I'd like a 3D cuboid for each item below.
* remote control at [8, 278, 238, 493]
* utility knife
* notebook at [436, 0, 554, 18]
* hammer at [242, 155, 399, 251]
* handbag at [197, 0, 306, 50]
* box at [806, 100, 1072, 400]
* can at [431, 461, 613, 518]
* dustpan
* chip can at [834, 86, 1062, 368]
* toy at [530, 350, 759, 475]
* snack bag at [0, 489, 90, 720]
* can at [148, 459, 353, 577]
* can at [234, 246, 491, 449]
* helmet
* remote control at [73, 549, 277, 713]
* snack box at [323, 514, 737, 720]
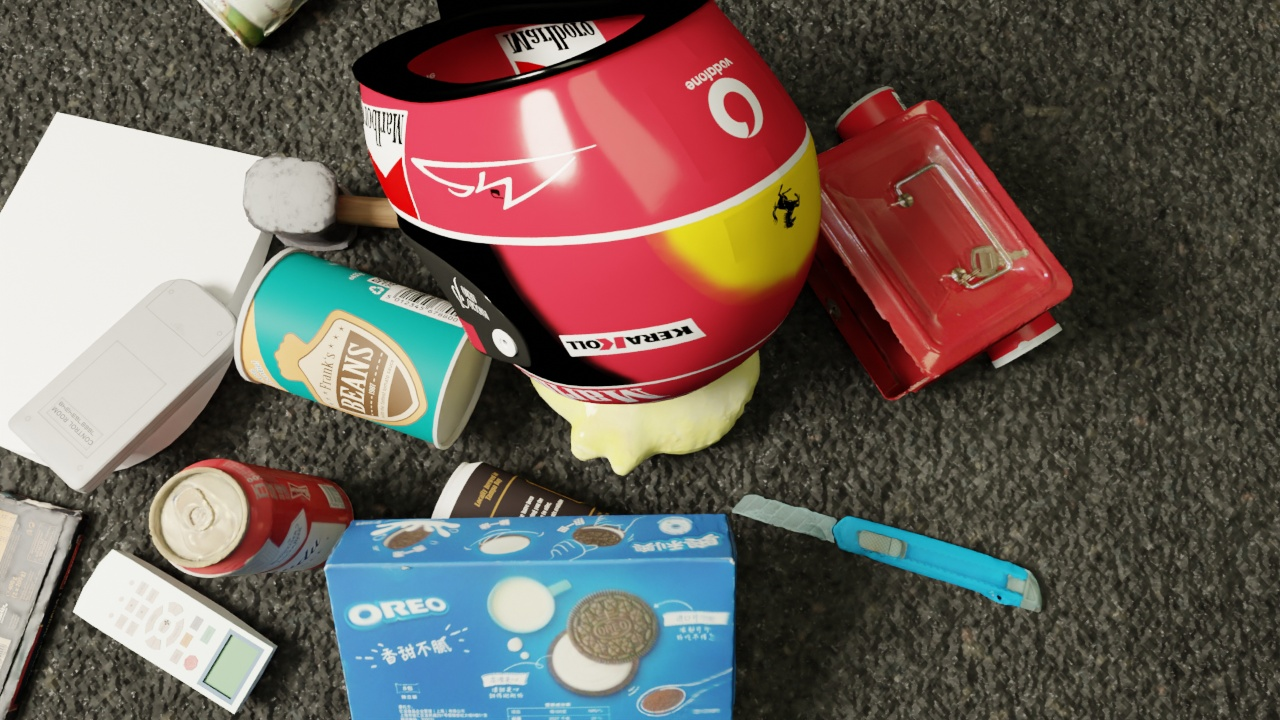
[{"bbox_3d":[-0.345,0.013,0.627,0.074,0.019,0.150,37,73,12],"label":"remote control"},{"bbox_3d":[0.175,0.133,0.648,0.225,0.015,0.031,15,76,5],"label":"utility knife"},{"bbox_3d":[-0.071,-0.238,0.700,0.149,0.016,0.206,-15,70,-1],"label":"notebook"},{"bbox_3d":[-0.114,-0.102,0.669,0.328,0.098,0.052,3,88,-7],"label":"hammer"},{"bbox_3d":[-0.280,-0.355,0.705,0.198,0.096,0.142,-44,96,-7],"label":"handbag"},{"bbox_3d":[0.179,-0.065,0.617,0.147,0.156,0.157,-28,78,-10],"label":"box"},{"bbox_3d":[-0.073,0.122,0.625,0.128,0.072,0.072,22,81,5],"label":"can"},{"bbox_3d":[-0.392,-0.046,0.689,0.191,0.053,0.257,13,69,3],"label":"dustpan"},{"bbox_3d":[0.221,-0.099,0.669,0.052,0.052,0.214,-30,81,-4],"label":"chip can"},{"bbox_3d":[-0.004,0.004,0.649,0.170,0.065,0.154,19,75,5],"label":"toy"},{"bbox_3d":[-0.455,0.173,0.650,0.074,0.018,0.155,16,80,3],"label":"snack bag"},{"bbox_3d":[-0.239,0.101,0.582,0.067,0.170,0.067,0,79,1],"label":"can"},{"bbox_3d":[-0.186,-0.009,0.636,0.144,0.099,0.099,19,81,4],"label":"can"},{"bbox_3d":[-0.025,-0.086,0.539,0.271,0.225,0.197,13,42,41],"label":"helmet"},{"bbox_3d":[-0.324,0.186,0.642,0.143,0.024,0.049,28,81,8],"label":"remote control"},{"bbox_3d":[-0.061,0.193,0.573,0.239,0.056,0.196,-1,113,1],"label":"snack box"}]
